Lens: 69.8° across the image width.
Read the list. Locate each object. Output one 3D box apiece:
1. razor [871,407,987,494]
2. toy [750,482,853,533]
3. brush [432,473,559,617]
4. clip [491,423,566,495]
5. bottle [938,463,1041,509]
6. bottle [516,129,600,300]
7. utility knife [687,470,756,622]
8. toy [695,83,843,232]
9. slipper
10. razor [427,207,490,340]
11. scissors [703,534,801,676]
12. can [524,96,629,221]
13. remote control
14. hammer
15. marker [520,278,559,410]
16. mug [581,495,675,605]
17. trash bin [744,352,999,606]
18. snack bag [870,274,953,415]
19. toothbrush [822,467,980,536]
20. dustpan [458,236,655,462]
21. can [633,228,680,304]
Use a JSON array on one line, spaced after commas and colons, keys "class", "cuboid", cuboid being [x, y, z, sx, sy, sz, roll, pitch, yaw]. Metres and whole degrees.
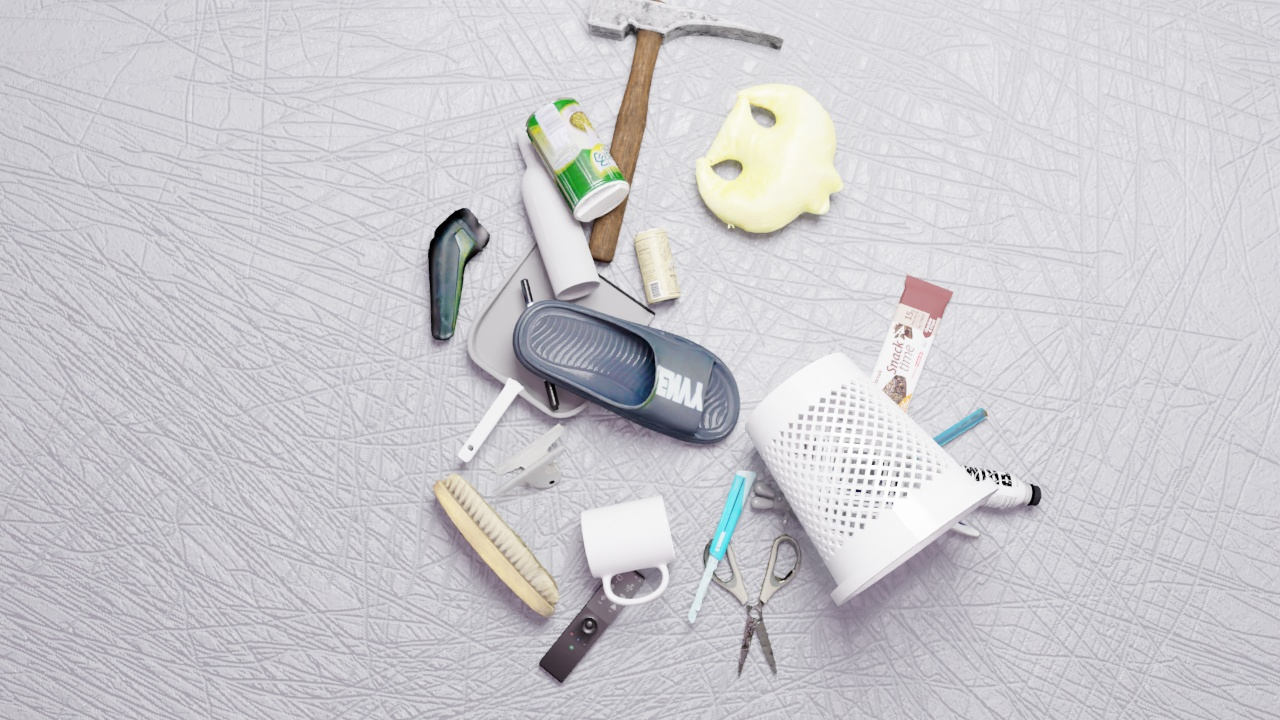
[{"class": "razor", "cuboid": [0.325, 0.095, 1.025, 0.144, 0.022, 0.042, -31, 81, -4]}, {"class": "toy", "cuboid": [0.179, 0.163, 1.022, 0.112, 0.030, 0.049, 14, 73, 7]}, {"class": "brush", "cuboid": [-0.157, 0.204, 1.015, 0.043, 0.059, 0.195, -41, 90, -9]}, {"class": "clip", "cuboid": [-0.117, 0.117, 1.024, 0.102, 0.052, 0.058, -34, 76, 16]}, {"class": "bottle", "cuboid": [0.381, 0.140, 1.012, 0.116, 0.041, 0.041, 9, 89, 2]}, {"class": "bottle", "cuboid": [-0.099, -0.166, 1.021, 0.052, 0.052, 0.195, -19, 79, 1]}, {"class": "utility knife", "cuboid": [0.090, 0.206, 1.019, 0.022, 0.015, 0.178, 18, 82, 14]}, {"class": "toy", "cuboid": [0.148, -0.216, 1.015, 0.155, 0.064, 0.170, 32, 93, 1]}, {"class": "slipper", "cuboid": [-0.006, 0.006, 0.988, 0.268, 0.083, 0.110, 22, 81, -10]}, {"class": "razor", "cuboid": [-0.207, -0.097, 1.032, 0.067, 0.054, 0.151, 5, 95, -16]}, {"class": "scissors", "cuboid": [0.129, 0.262, 1.028, 0.166, 0.012, 0.157, -45, 86, 0]}, {"class": "can", "cuboid": [-0.068, -0.216, 0.988, 0.067, 0.067, 0.121, -30, 77, 0]}, {"class": "remote control", "cuboid": [-0.054, 0.293, 1.032, 0.034, 0.013, 0.150, 39, 90, 2]}, {"class": "hammer", "cuboid": [0.024, -0.249, 1.034, 0.218, 0.037, 0.300, 13, 90, 2]}, {"class": "marker", "cuboid": [-0.111, -0.018, 1.016, 0.011, 0.011, 0.152, -15, 82, 1]}, {"class": "mug", "cuboid": [-0.010, 0.209, 0.998, 0.090, 0.074, 0.110, -12, 72, 1]}, {"class": "trash bin", "cuboid": [0.219, 0.110, 0.942, 0.195, 0.195, 0.199, -36, 69, 0]}, {"class": "snack bag", "cuboid": [0.298, -0.014, 1.031, 0.057, 0.013, 0.158, 22, 89, 3]}, {"class": "toothbrush", "cuboid": [0.292, 0.159, 1.026, 0.189, 0.016, 0.017, 21, 79, 2]}, {"class": "dustpan", "cuboid": [-0.123, 0.005, 1.031, 0.163, 0.033, 0.257, 35, 90, 2]}, {"class": "can", "cuboid": [0.019, -0.105, 1.028, 0.038, 0.038, 0.079, -13, 88, 1]}]
